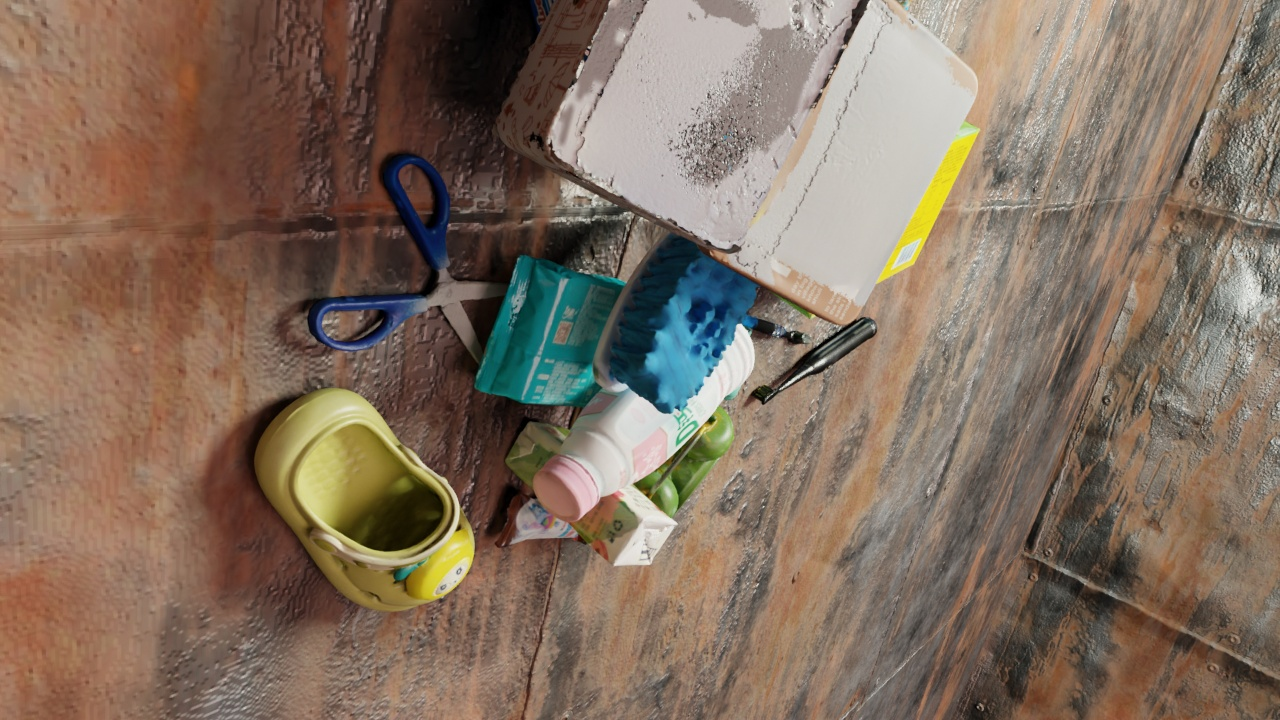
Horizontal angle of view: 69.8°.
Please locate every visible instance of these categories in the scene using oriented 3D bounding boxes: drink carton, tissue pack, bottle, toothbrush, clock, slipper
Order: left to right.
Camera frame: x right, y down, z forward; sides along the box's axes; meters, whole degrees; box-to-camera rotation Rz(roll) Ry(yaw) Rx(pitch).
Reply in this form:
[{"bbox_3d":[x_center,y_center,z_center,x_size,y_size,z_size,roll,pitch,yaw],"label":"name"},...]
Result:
[{"bbox_3d":[-0.151,0.097,0.544,0.091,0.082,0.191,-46,140,-21],"label":"slipper"},{"bbox_3d":[-0.052,-0.016,0.621,0.133,0.050,0.093,8,106,-60],"label":"tissue pack"},{"bbox_3d":[-0.038,0.095,0.654,0.045,0.122,0.053,-59,148,7],"label":"drink carton"},{"bbox_3d":[0.004,0.035,0.631,0.196,0.068,0.068,-41,140,-40],"label":"bottle"},{"bbox_3d":[0.024,0.082,0.730,0.116,0.056,0.161,-52,174,-5],"label":"clock"},{"bbox_3d":[0.129,-0.030,0.880,0.189,0.016,0.014,11,93,-61],"label":"toothbrush"},{"bbox_3d":[0.190,0.000,0.987,0.212,0.027,0.026,-29,148,-39],"label":"toothbrush"}]

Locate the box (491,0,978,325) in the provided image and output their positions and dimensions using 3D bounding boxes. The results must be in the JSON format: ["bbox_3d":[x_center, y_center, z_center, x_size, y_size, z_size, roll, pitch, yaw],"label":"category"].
[{"bbox_3d":[0.074,-0.139,0.506,0.259,0.082,0.177,24,97,-33],"label":"box"}]

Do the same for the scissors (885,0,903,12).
[{"bbox_3d":[0.193,-0.299,0.719,0.235,0.021,0.148,-48,139,15],"label":"scissors"}]

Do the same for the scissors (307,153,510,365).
[{"bbox_3d":[-0.124,-0.046,0.542,0.161,0.012,0.175,-36,138,-40],"label":"scissors"}]

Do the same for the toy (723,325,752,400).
[{"bbox_3d":[0.074,0.005,0.832,0.092,0.030,0.096,31,79,-61],"label":"toy"}]

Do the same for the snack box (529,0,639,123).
[{"bbox_3d":[-0.030,-0.229,0.505,0.058,0.057,0.208,-41,141,-26],"label":"snack box"}]

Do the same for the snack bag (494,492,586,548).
[{"bbox_3d":[-0.071,0.123,0.715,0.105,0.026,0.045,11,106,-53],"label":"snack bag"}]

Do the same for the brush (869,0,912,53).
[{"bbox_3d":[0.213,-0.268,0.824,0.083,0.046,0.255,-40,145,-33],"label":"brush"}]

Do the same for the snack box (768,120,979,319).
[{"bbox_3d":[0.212,-0.145,0.851,0.209,0.070,0.158,-25,144,-42],"label":"snack box"}]

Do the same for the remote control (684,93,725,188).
[{"bbox_3d":[0.038,-0.174,0.593,0.056,0.019,0.135,53,26,-57],"label":"remote control"}]

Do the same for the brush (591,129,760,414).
[{"bbox_3d":[0.054,-0.104,0.630,0.060,0.110,0.313,42,68,-30],"label":"brush"}]

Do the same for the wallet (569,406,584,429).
[{"bbox_3d":[-0.004,0.004,0.734,0.101,0.020,0.115,-1,115,-52],"label":"wallet"}]
